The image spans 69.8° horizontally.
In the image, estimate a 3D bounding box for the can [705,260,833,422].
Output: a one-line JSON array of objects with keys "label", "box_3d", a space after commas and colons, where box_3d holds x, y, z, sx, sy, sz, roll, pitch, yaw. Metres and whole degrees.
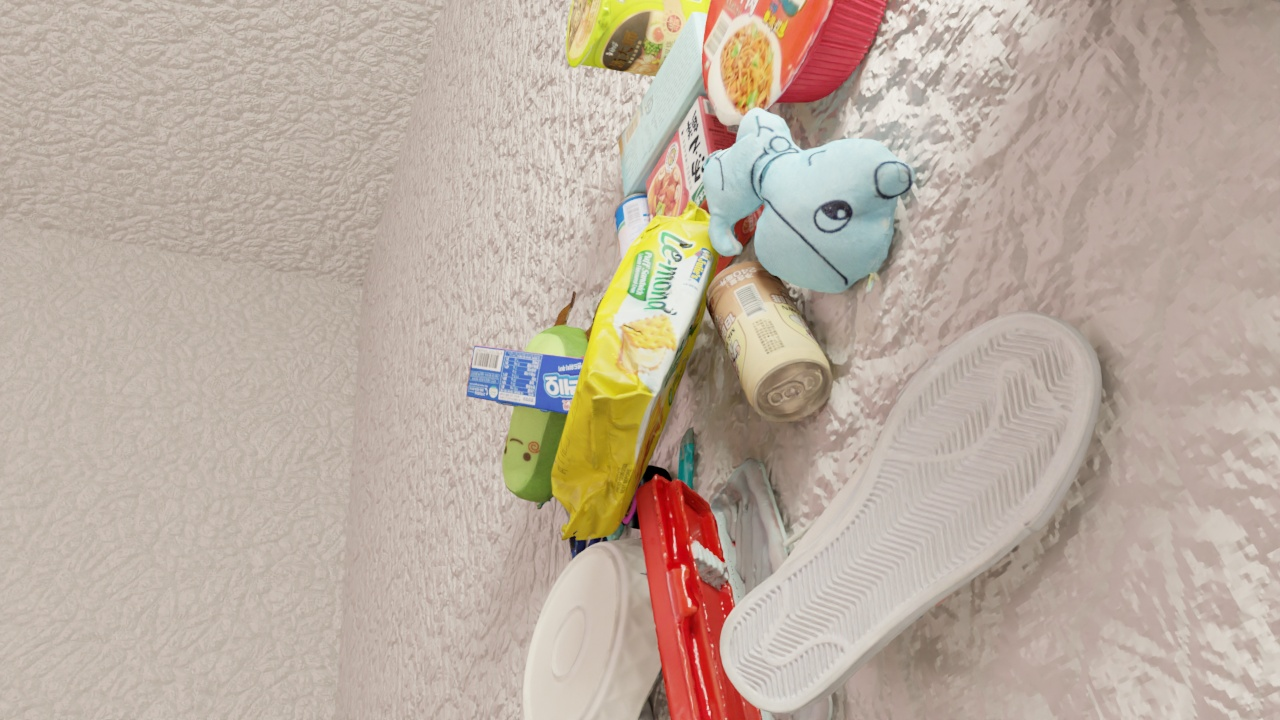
[{"label": "can", "box_3d": [0.087, -0.015, 0.639, 0.116, 0.058, 0.059, -109, 36, -47]}]

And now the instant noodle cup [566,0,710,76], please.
[{"label": "instant noodle cup", "box_3d": [0.006, -0.315, 0.858, 0.112, 0.123, 0.111, -172, 91, -68]}]

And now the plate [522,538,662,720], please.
[{"label": "plate", "box_3d": [-0.045, 0.250, 0.797, 0.205, 0.045, 0.204, -50, 28, 37]}]

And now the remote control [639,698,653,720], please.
[{"label": "remote control", "box_3d": [-0.020, 0.284, 0.823, 0.136, 0.020, 0.056, -114, 41, -52]}]

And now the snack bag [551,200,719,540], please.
[{"label": "snack bag", "box_3d": [-0.004, 0.004, 0.691, 0.245, 0.068, 0.158, -66, -8, -48]}]

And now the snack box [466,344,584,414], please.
[{"label": "snack box", "box_3d": [-0.076, 0.023, 0.885, 0.208, 0.058, 0.057, 6, 86, 36]}]

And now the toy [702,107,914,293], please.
[{"label": "toy", "box_3d": [0.106, -0.102, 0.610, 0.162, 0.049, 0.156, -41, 69, 45]}]

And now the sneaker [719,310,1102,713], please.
[{"label": "sneaker", "box_3d": [0.142, 0.083, 0.470, 0.089, 0.090, 0.243, 46, 108, 27]}]

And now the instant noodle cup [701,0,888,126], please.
[{"label": "instant noodle cup", "box_3d": [0.115, -0.259, 0.659, 0.194, 0.065, 0.194, 9, 90, 66]}]

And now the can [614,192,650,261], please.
[{"label": "can", "box_3d": [0.009, -0.091, 0.854, 0.053, 0.053, 0.134, 125, 146, -45]}]

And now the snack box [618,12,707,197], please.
[{"label": "snack box", "box_3d": [0.036, -0.225, 0.843, 0.175, 0.051, 0.074, 129, 142, -50]}]

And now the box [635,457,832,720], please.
[{"label": "box", "box_3d": [0.069, 0.159, 0.617, 0.099, 0.095, 0.201, -33, 44, 22]}]

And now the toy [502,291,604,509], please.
[{"label": "toy", "box_3d": [-0.092, 0.041, 0.988, 0.227, 0.090, 0.246, 9, 85, 61]}]

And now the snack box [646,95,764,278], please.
[{"label": "snack box", "box_3d": [0.051, -0.139, 0.786, 0.113, 0.044, 0.127, 128, 143, -48]}]

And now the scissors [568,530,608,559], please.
[{"label": "scissors", "box_3d": [-0.064, 0.223, 0.955, 0.163, 0.012, 0.163, -104, 33, -42]}]

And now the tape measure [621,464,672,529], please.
[{"label": "tape measure", "box_3d": [0.006, 0.120, 0.801, 0.058, 0.039, 0.057, 152, 124, -68]}]

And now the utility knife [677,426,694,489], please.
[{"label": "utility knife", "box_3d": [0.033, 0.148, 0.758, 0.029, 0.013, 0.186, 148, 127, -69]}]

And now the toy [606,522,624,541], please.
[{"label": "toy", "box_3d": [-0.030, 0.131, 0.888, 0.097, 0.030, 0.092, -8, 72, 56]}]
